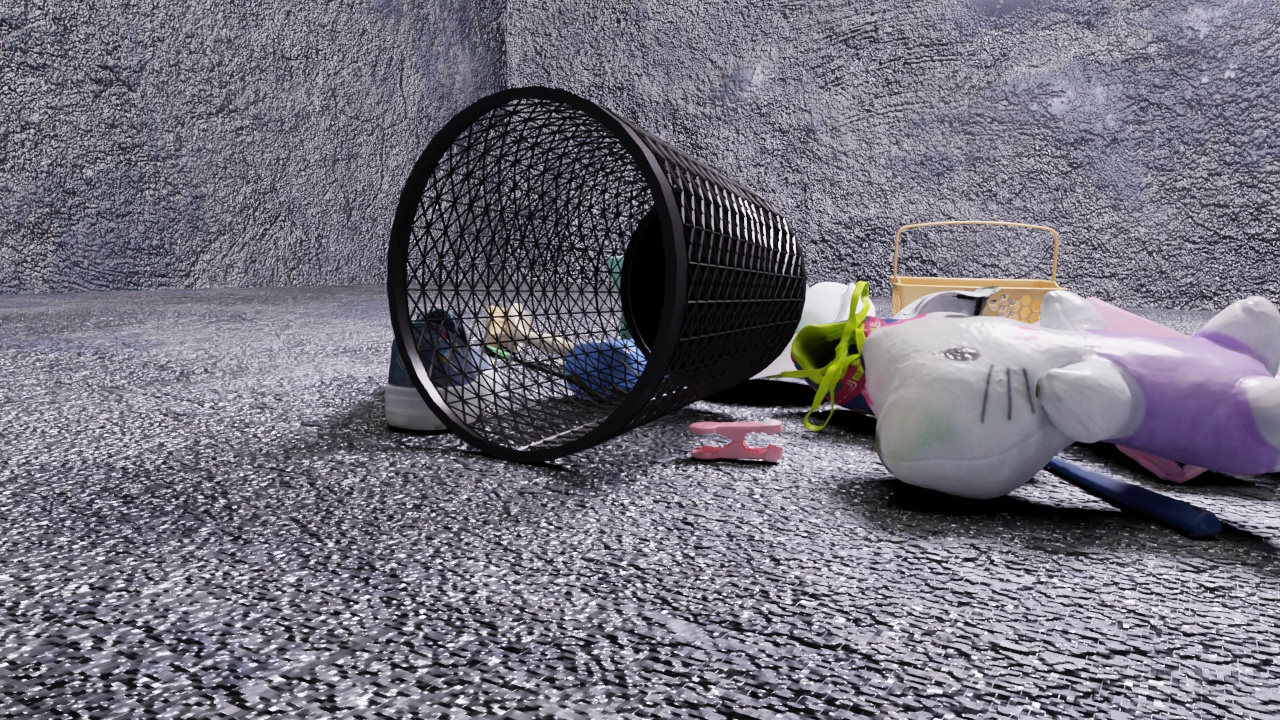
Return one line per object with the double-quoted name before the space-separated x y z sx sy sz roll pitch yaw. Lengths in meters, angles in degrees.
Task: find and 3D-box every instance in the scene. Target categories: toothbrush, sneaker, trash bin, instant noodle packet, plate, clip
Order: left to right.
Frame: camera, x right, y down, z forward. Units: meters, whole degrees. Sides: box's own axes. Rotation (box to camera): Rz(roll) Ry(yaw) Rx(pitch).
"sneaker" -0.155 -0.004 0.727 0.087 0.079 0.235 0 7 -8
"toothbrush" -0.071 0.009 0.766 0.188 0.017 0.014 20 0 36
"trash bin" -0.007 -0.054 0.636 0.217 0.217 0.242 6 6 32
"clip" 0.058 0.041 0.558 0.059 0.041 0.023 6 5 8
"plate" 0.115 -0.002 0.838 0.173 0.019 0.173 -12 2 0
"sneaker" 0.182 0.010 0.634 0.091 0.116 0.242 29 -7 -20
"instant noodle packet" 0.270 -0.026 0.886 0.147 0.057 0.269 -32 -7 13
"toothbrush" 0.250 0.061 0.509 0.016 0.017 0.190 0 7 -4

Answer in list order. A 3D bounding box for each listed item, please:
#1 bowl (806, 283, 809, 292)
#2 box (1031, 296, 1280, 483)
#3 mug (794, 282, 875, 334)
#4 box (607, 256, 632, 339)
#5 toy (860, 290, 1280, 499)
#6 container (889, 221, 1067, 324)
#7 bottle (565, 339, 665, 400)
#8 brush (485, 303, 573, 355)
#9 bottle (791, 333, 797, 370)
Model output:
"bowl" 0.132 -0.067 1.086 0.131 0.064 0.132 -30 -14 -8
"box" 0.366 0.010 0.622 0.172 0.075 0.233 1 16 -4
"mug" 0.212 -0.042 1.003 0.090 0.076 0.124 22 -18 7
"box" 0.062 -0.051 0.955 0.187 0.138 0.056 4 25 21
"toy" 0.221 0.017 0.480 0.210 0.086 0.137 -2 30 20
"container" 0.392 -0.080 1.081 0.183 0.167 0.129 3 7 10
"bottle" -0.005 0.005 0.809 0.048 0.048 0.131 7 9 41
"brush" -0.103 -0.020 1.017 0.077 0.062 0.273 -22 22 -29
"bottle" 0.173 -0.005 0.960 0.042 0.043 0.110 -2 9 -26
